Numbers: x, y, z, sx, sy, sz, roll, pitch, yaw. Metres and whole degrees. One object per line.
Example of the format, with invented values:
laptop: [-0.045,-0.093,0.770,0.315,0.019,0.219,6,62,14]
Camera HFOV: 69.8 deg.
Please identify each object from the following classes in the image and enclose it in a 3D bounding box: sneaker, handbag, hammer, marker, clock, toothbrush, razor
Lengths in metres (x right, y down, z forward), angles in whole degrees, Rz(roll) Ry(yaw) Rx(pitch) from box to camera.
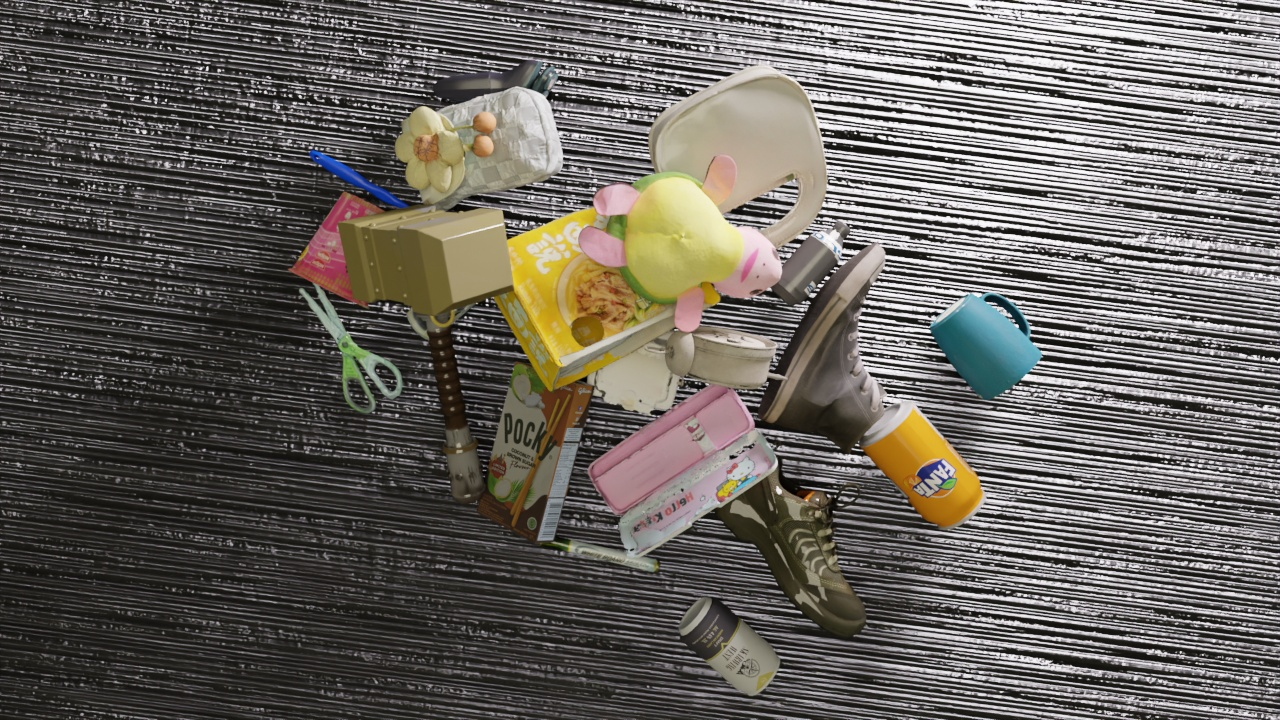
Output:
sneaker: [0.201,0.192,1.056,0.143,0.101,0.238,-42,86,10]
handbag: [-0.179,-0.238,1.014,0.172,0.123,0.112,-13,93,13]
hammer: [-0.213,0.004,0.997,0.100,0.190,0.325,-23,115,-41]
marker: [-0.049,0.231,1.103,0.146,0.017,0.017,13,94,0]
sneaker: [0.240,-0.013,1.045,0.120,0.095,0.235,26,92,-4]
clock: [0.076,-0.001,1.009,0.156,0.103,0.061,5,102,-24]
toothbrush: [-0.309,-0.196,1.074,0.182,0.018,0.016,30,118,-2]
razor: [-0.167,-0.317,1.053,0.143,0.047,0.052,-1,105,4]
handbag: [0.117,-0.218,1.043,0.201,0.093,0.200,-24,114,2]

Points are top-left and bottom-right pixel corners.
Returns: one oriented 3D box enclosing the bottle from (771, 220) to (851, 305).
bottle: [0.199,-0.114,1.059,0.047,0.047,0.112,42,93,-2]

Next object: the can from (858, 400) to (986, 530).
can: [0.325,0.120,1.058,0.079,0.079,0.142,-42,93,3]

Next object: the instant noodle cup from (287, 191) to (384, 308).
instant noodle cup: [-0.331,-0.129,1.047,0.097,0.098,0.108,26,86,-1]

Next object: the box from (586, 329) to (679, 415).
box: [-0.007,0.007,1.058,0.107,0.076,0.102,12,93,2]

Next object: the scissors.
scissors: [-0.357,-0.016,1.091,0.078,0.032,0.175,-36,89,5]

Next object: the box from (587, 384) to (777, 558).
box: [0.049,0.127,1.062,0.202,0.073,0.149,-34,62,7]

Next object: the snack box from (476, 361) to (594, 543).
snack box: [-0.123,0.104,1.059,0.101,0.031,0.186,18,95,37]

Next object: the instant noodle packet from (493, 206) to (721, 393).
instant noodle packet: [-0.040,-0.088,1.021,0.221,0.084,0.163,-27,71,-18]

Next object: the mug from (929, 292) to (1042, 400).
mug: [0.398,-0.029,1.054,0.104,0.085,0.112,47,65,3]

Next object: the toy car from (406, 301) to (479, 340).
toy car: [-0.226,-0.070,1.076,0.105,0.033,0.048,-40,91,2]

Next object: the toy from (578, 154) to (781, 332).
toy: [0.050,-0.126,0.983,0.238,0.088,0.190,10,91,-25]

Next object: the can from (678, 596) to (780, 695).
can: [0.109,0.340,1.085,0.127,0.064,0.064,42,93,-2]
